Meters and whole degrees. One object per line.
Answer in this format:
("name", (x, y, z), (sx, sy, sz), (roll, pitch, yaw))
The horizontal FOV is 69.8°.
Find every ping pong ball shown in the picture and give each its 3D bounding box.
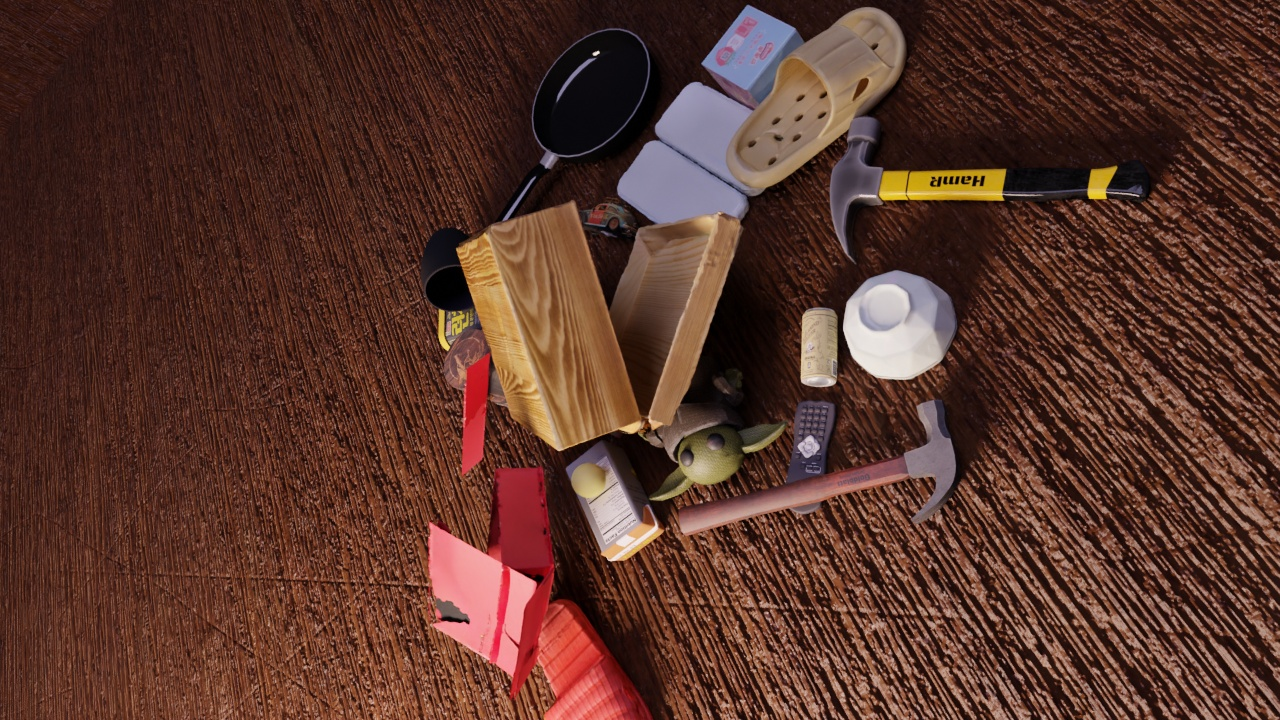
("ping pong ball", (-0.059, 0.137, 1.051), (0.040, 0.040, 0.040), (-13, 65, 30))

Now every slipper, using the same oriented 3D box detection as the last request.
("slipper", (0.203, -0.311, 1.067), (0.261, 0.079, 0.111), (-45, 72, 5))
("slipper", (-0.064, 0.370, 1.017), (0.104, 0.059, 0.248), (-44, 52, 13))

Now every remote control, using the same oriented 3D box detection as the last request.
("remote control", (0.181, 0.103, 0.983), (0.046, 0.009, 0.124), (1, 73, 35))

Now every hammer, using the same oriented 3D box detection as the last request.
("hammer", (0.352, -0.181, 0.966), (0.325, 0.034, 0.169), (7, 77, 34))
("hammer", (0.177, 0.135, 0.951), (0.301, 0.028, 0.111), (-18, 66, 24))

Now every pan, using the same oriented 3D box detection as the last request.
("pan", (-0.108, -0.313, 1.320), (0.204, 0.044, 0.356), (37, 95, 38))

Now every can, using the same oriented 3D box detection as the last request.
("can", (-0.221, -0.080, 1.291), (0.101, 0.072, 0.130), (-16, 64, 26))
("can", (0.195, -0.015, 1.001), (0.038, 0.038, 0.079), (-7, 68, 32))

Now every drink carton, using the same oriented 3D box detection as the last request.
("drink carton", (-0.031, 0.164, 1.080), (0.076, 0.048, 0.124), (-39, 55, 16))

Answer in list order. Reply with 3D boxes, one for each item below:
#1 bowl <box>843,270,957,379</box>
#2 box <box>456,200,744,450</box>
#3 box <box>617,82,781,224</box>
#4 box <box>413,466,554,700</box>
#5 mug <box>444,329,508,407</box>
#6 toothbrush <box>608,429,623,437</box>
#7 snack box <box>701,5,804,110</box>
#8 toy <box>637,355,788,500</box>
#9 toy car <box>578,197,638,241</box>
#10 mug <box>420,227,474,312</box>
("bowl", (0.262, -0.044, 0.953), (0.118, 0.061, 0.117), (-13, 64, 29))
("box", (-0.032, -0.043, 1.029), (0.279, 0.263, 0.269), (-170, 64, -71))
("box", (0.076, -0.251, 1.179), (0.190, 0.037, 0.209), (-50, 53, 5))
("box", (-0.179, 0.337, 0.905), (0.138, 0.215, 0.466), (14, 45, -1))
("mug", (-0.204, 0.006, 1.221), (0.116, 0.107, 0.080), (34, 92, 38))
("toothbrush", (-0.007, 0.007, 1.146), (0.015, 0.015, 0.184), (5, 74, 42))
("snack box", (0.150, -0.369, 1.143), (0.093, 0.079, 0.095), (-51, 50, 7))
("toy", (0.063, 0.066, 1.034), (0.180, 0.078, 0.152), (-32, 58, 18))
("toy car", (-0.040, -0.190, 1.224), (0.112, 0.047, 0.047), (14, 83, 37))
("mug", (-0.237, -0.132, 1.238), (0.119, 0.085, 0.100), (-11, 48, -8))
